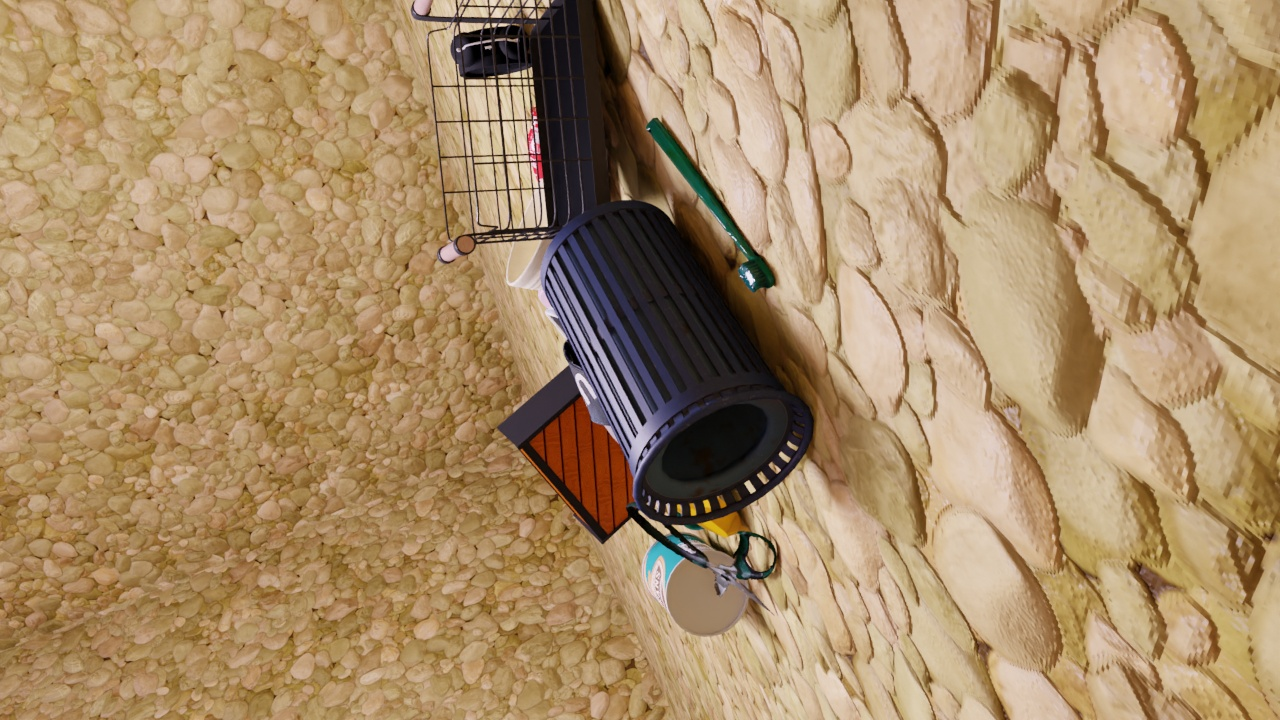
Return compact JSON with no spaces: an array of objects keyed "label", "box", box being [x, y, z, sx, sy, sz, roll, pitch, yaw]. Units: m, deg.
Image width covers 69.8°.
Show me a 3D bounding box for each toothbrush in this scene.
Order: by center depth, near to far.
[{"label":"toothbrush","box":[0.046,-0.118,0.677,0.016,0.017,0.189,83,161,-54]}]

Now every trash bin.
[{"label":"trash bin","box":[0.015,-0.011,0.727,0.139,0.139,0.249,81,165,-49]},{"label":"trash bin","box":[-0.071,0.117,1.219,0.172,0.139,0.140,52,169,-17]}]

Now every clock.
[{"label":"clock","box":[0.056,0.155,1.000,0.099,0.043,0.130,42,164,-32]},{"label":"clock","box":[-0.173,-0.363,1.075,0.120,0.091,0.042,-96,-3,-79]}]

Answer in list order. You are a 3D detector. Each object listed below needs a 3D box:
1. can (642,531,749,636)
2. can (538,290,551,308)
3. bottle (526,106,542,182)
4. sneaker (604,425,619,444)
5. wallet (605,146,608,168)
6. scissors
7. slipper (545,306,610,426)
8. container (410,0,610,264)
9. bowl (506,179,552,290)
[{"label":"can","box":[0.064,0.271,1.128,0.144,0.099,0.099,171,78,-79]},{"label":"can","box":[-0.088,-0.104,1.148,0.067,0.067,0.076,86,-167,-59]},{"label":"bottle","box":[-0.115,-0.249,1.142,0.042,0.042,0.142,-123,16,-46]},{"label":"sneaker","box":[-0.006,0.006,0.996,0.120,0.095,0.235,-157,53,-75]},{"label":"wallet","box":[-0.057,-0.209,0.953,0.118,0.037,0.115,92,155,-72]},{"label":"scissors","box":[0.068,0.199,0.982,0.206,0.015,0.202,32,149,15]},{"label":"slipper","box":[-0.009,0.049,0.911,0.111,0.063,0.264,18,155,51]},{"label":"container","box":[-0.122,-0.215,0.824,0.163,0.130,0.241,-176,80,-69]},{"label":"bowl","box":[-0.092,-0.144,1.066,0.151,0.075,0.150,-51,27,38]}]
